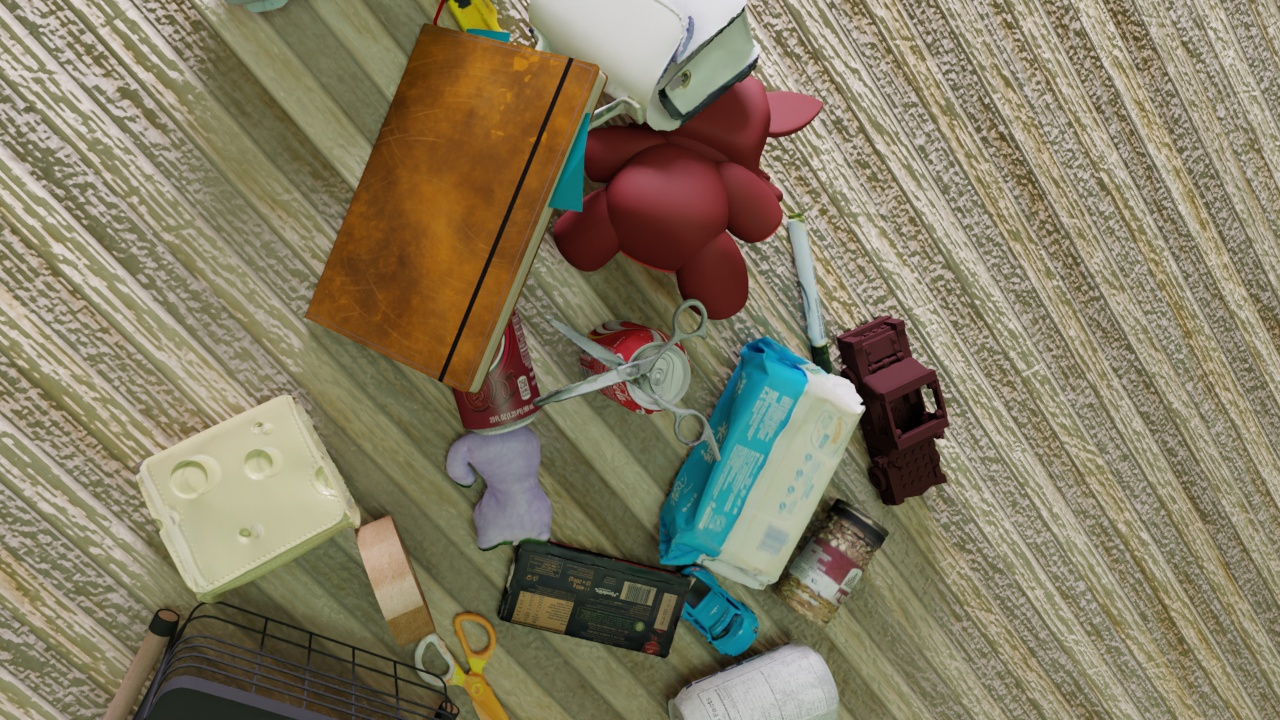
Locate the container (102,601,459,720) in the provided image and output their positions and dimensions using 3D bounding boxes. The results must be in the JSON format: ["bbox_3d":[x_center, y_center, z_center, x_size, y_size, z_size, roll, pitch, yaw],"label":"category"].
[{"bbox_3d":[-0.255,0.290,0.649,0.241,0.130,0.163,27,94,-21],"label":"container"}]

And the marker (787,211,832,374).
[{"bbox_3d":[0.149,-0.057,0.807,0.017,0.017,0.146,-16,103,-17],"label":"marker"}]

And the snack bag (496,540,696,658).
[{"bbox_3d":[-0.038,0.198,0.767,0.155,0.018,0.074,17,93,-11],"label":"snack bag"}]

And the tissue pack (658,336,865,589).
[{"bbox_3d":[0.101,0.094,0.787,0.117,0.066,0.209,25,90,-22],"label":"tissue pack"}]

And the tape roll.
[{"bbox_3d":[-0.182,0.163,0.682,0.027,0.094,0.094,-21,104,-16],"label":"tape roll"}]

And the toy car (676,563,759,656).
[{"bbox_3d":[0.066,0.223,0.811,0.048,0.032,0.105,-47,111,-8],"label":"toy car"}]

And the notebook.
[{"bbox_3d":[-0.124,-0.116,0.638,0.014,0.178,0.249,22,90,-64],"label":"notebook"}]

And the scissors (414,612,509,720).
[{"bbox_3d":[-0.142,0.272,0.755,0.073,0.012,0.131,-20,103,-14],"label":"scissors"}]

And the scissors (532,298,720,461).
[{"bbox_3d":[0.002,0.019,0.654,0.141,0.014,0.171,-39,110,-13],"label":"scissors"}]

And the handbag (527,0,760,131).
[{"bbox_3d":[-0.025,-0.220,0.649,0.176,0.151,0.074,-42,150,-5],"label":"handbag"}]

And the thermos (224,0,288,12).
[{"bbox_3d":[-0.193,-0.300,0.624,0.206,0.065,0.078,-24,141,-15],"label":"thermos"}]

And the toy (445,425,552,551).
[{"bbox_3d":[-0.112,0.101,0.729,0.080,0.036,0.100,-6,95,-9],"label":"toy"}]

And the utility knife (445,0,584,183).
[{"bbox_3d":[-0.093,-0.209,0.702,0.030,0.017,0.175,-33,110,-3],"label":"utility knife"}]

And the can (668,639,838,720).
[{"bbox_3d":[0.100,0.306,0.810,0.136,0.078,0.078,-17,103,-16],"label":"can"}]

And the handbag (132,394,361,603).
[{"bbox_3d":[-0.276,0.096,0.647,0.119,0.081,0.111,-28,93,-11],"label":"handbag"}]

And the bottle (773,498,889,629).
[{"bbox_3d":[0.172,0.183,0.829,0.056,0.056,0.105,37,85,-20],"label":"bottle"}]

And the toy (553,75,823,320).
[{"bbox_3d":[0.037,-0.145,0.698,0.158,0.121,0.196,21,67,5],"label":"toy"}]

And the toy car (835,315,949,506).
[{"bbox_3d":[0.234,0.050,0.828,0.070,0.062,0.170,-23,105,-15],"label":"toy car"}]

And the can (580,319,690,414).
[{"bbox_3d":[-0.004,0.004,0.714,0.064,0.105,0.064,-3,99,-19],"label":"can"}]

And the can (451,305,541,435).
[{"bbox_3d":[-0.117,-0.005,0.696,0.063,0.063,0.114,-17,103,-16],"label":"can"}]
